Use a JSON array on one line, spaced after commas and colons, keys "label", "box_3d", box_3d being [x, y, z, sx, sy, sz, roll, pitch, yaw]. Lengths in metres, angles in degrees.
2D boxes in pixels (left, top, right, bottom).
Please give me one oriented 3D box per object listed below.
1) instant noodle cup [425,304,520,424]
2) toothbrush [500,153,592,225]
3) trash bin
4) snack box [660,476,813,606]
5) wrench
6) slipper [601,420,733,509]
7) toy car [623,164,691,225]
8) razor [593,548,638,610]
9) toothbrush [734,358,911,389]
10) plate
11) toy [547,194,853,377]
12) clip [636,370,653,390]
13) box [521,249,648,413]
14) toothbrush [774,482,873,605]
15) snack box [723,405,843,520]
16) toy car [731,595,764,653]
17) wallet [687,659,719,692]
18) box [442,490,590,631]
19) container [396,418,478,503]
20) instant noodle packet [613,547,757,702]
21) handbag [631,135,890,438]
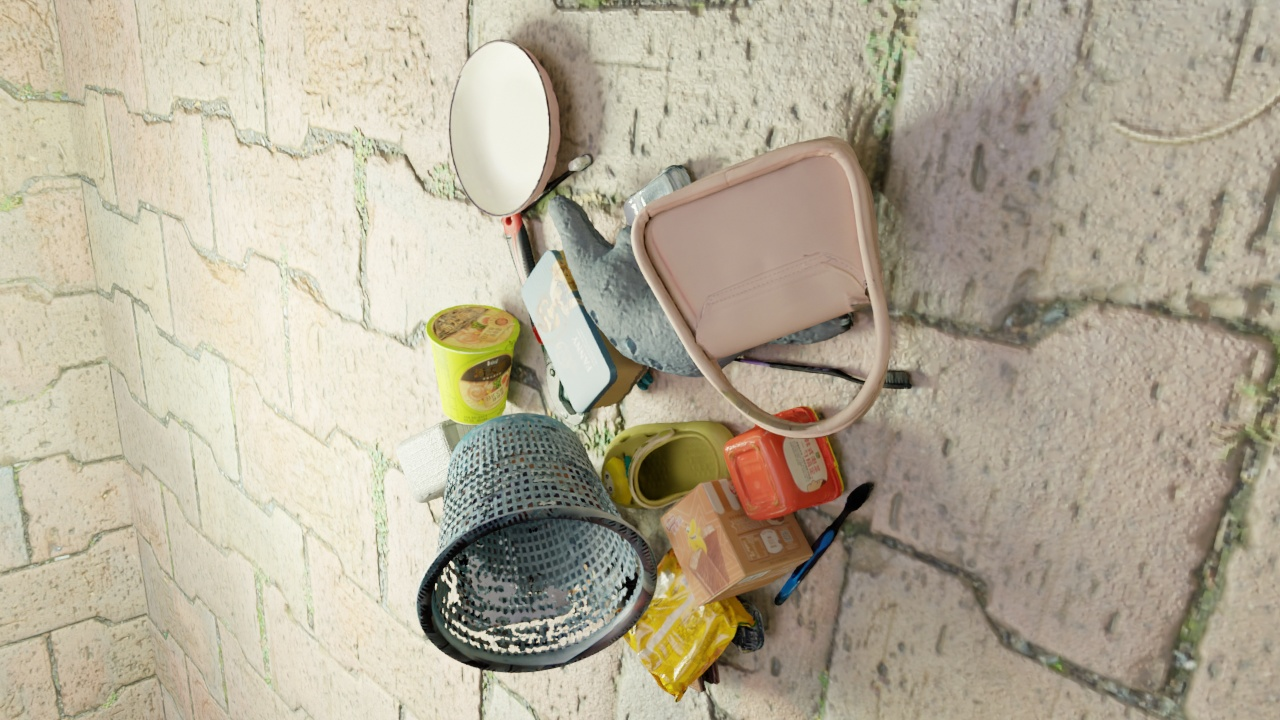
[{"label": "instant noodle cup", "box_3d": [-0.206, 0.010, 1.138, 0.112, 0.111, 0.124, 33, 132, 35]}, {"label": "toothbrush", "box_3d": [-0.113, -0.190, 1.040, 0.182, 0.018, 0.015, -24, 92, 49]}, {"label": "trash bin", "box_3d": [-0.113, 0.166, 0.930, 0.195, 0.226, 0.227, -110, 32, -52]}, {"label": "snack box", "box_3d": [0.090, 0.167, 0.869, 0.077, 0.092, 0.094, -48, 58, 43]}, {"label": "wrench", "box_3d": [-0.117, -0.054, 1.079, 0.056, 0.016, 0.273, -17, 91, 47]}, {"label": "slipper", "box_3d": [0.016, 0.110, 0.949, 0.191, 0.081, 0.091, -17, 86, 45]}, {"label": "toy car", "box_3d": [0.015, -0.158, 0.904, 0.091, 0.034, 0.043, -28, 84, 48]}, {"label": "razor", "box_3d": [-0.019, 0.253, 1.028, 0.167, 0.062, 0.068, 59, 178, 30]}, {"label": "toothbrush", "box_3d": [0.156, 0.007, 0.820, 0.189, 0.014, 0.017, 9, 101, 45]}, {"label": "plate", "box_3d": [-0.148, -0.259, 1.032, 0.193, 0.039, 0.192, 11, 105, 45]}, {"label": "toy", "box_3d": [0.031, -0.057, 0.877, 0.357, 0.091, 0.138, 23, 105, 33]}, {"label": "clip", "box_3d": [-0.006, 0.008, 0.988, 0.056, 0.014, 0.040, 51, 133, 22]}, {"label": "box", "box_3d": [-0.058, -0.029, 0.984, 0.090, 0.061, 0.184, -51, 57, 44]}, {"label": "toothbrush", "box_3d": [0.169, 0.175, 0.860, 0.014, 0.016, 0.190, 40, 131, 19]}, {"label": "snack box", "box_3d": [0.127, 0.095, 0.827, 0.082, 0.080, 0.091, -26, 82, 46]}, {"label": "toy car", "box_3d": [0.092, 0.261, 0.945, 0.106, 0.031, 0.049, 17, 116, 58]}, {"label": "wallet", "box_3d": [0.041, 0.287, 0.992, 0.101, 0.032, 0.124, 159, 97, -68]}, {"label": "box", "box_3d": [-0.147, 0.211, 1.138, 0.178, 0.153, 0.182, -151, 52, -86]}, {"label": "container", "box_3d": [-0.251, 0.126, 1.225, 0.115, 0.090, 0.090, -29, 81, 43]}, {"label": "instant noodle packet", "box_3d": [0.042, 0.257, 0.913, 0.111, 0.044, 0.129, 47, 114, 23]}, {"label": "handbag", "box_3d": [0.115, -0.047, 0.750, 0.194, 0.093, 0.234, -20, 90, 21]}]
